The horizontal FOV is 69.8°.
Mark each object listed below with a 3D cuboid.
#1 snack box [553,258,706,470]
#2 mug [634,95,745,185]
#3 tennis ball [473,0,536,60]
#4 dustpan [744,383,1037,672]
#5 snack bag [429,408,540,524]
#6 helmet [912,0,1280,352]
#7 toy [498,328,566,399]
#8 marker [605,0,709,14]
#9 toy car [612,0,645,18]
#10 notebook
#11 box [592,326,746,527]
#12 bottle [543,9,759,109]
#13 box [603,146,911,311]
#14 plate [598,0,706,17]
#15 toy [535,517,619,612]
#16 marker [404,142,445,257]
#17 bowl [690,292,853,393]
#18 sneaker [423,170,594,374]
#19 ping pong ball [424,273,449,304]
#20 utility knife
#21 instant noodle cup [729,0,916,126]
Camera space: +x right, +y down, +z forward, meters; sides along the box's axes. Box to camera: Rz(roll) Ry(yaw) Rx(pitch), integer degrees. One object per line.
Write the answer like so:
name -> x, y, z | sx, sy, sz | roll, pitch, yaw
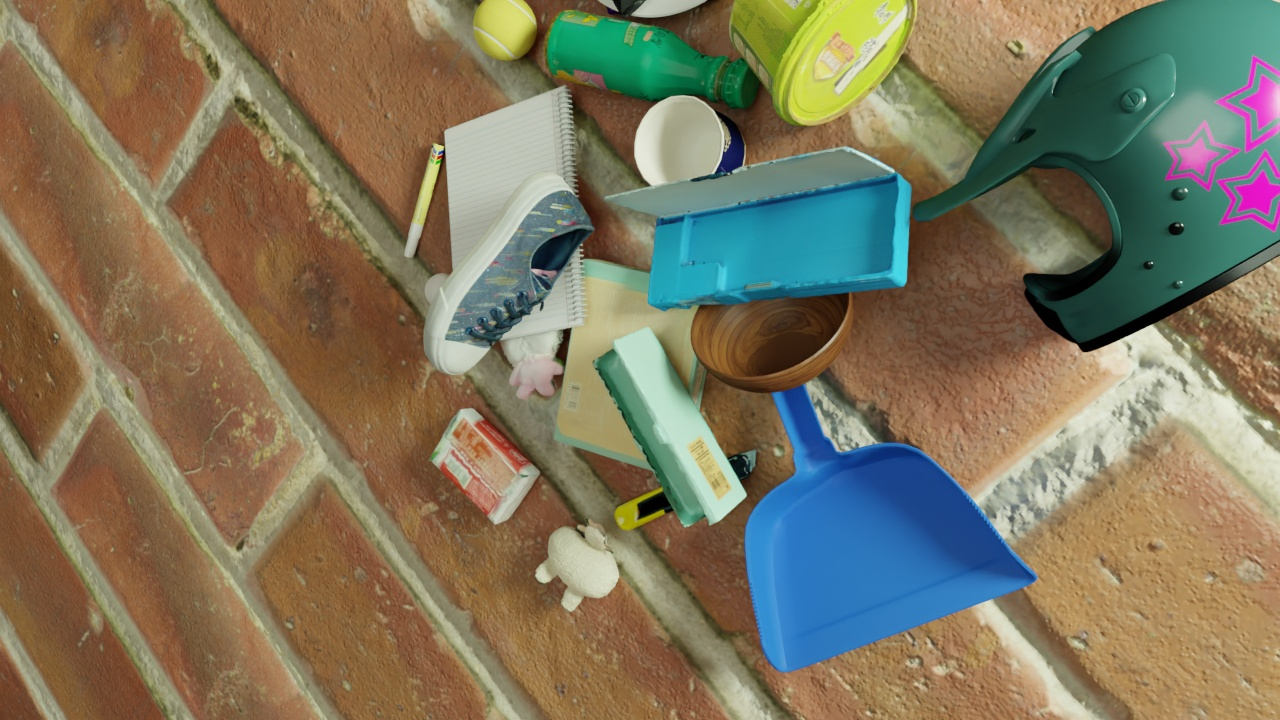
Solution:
snack box -> -0.005, 0.005, 0.924 | 0.141, 0.044, 0.194 | 15, 101, 23
mug -> 0.062, -0.186, 0.848 | 0.112, 0.089, 0.086 | 40, 110, 18
tennis ball -> -0.140, -0.343, 0.946 | 0.065, 0.065, 0.065 | 2, 96, 26
dustpan -> 0.180, 0.119, 0.834 | 0.246, 0.059, 0.257 | -30, 63, 24
snack bag -> -0.174, 0.117, 1.021 | 0.116, 0.036, 0.077 | 40, 109, 18
helmet -> 0.354, -0.142, 0.670 | 0.276, 0.176, 0.200 | -39, 82, 38
toy -> -0.114, -0.011, 0.973 | 0.096, 0.041, 0.108 | -18, 75, 31
marker -> 0.026, -0.351, 0.892 | 0.134, 0.015, 0.018 | 4, 77, 26
toy car -> 0.019, -0.414, 0.825 | 0.192, 0.071, 0.094 | -34, 78, 26
notebook -> -0.135, -0.147, 0.963 | 0.178, 0.013, 0.245 | -8, 83, 34
box -> 0.018, 0.066, 0.847 | 0.077, 0.092, 0.188 | -30, 86, 19
bottle -> 0.010, -0.283, 0.877 | 0.210, 0.068, 0.068 | 21, 103, 23
box -> 0.088, -0.109, 0.766 | 0.244, 0.115, 0.093 | -4, 74, 39
plate -> 0.027, -0.443, 0.875 | 0.230, 0.030, 0.229 | 2, 96, 26
toy -> -0.061, 0.210, 0.967 | 0.087, 0.050, 0.112 | 39, 106, 18
marker -> -0.246, -0.181, 1.041 | 0.014, 0.014, 0.132 | 25, 105, 22
bowl -> 0.126, -0.021, 0.832 | 0.147, 0.069, 0.147 | -17, 44, 17
sneaker -> -0.130, -0.069, 0.899 | 0.079, 0.087, 0.236 | 45, 110, 26
ping pong ball -> -0.220, -0.077, 1.023 | 0.040, 0.040, 0.040 | 2, 96, 26
utility knife -> 0.046, 0.130, 0.925 | 0.173, 0.020, 0.029 | -29, 84, 24
instant noodle cup -> 0.148, -0.283, 0.775 | 0.146, 0.146, 0.098 | -48, 63, 21
